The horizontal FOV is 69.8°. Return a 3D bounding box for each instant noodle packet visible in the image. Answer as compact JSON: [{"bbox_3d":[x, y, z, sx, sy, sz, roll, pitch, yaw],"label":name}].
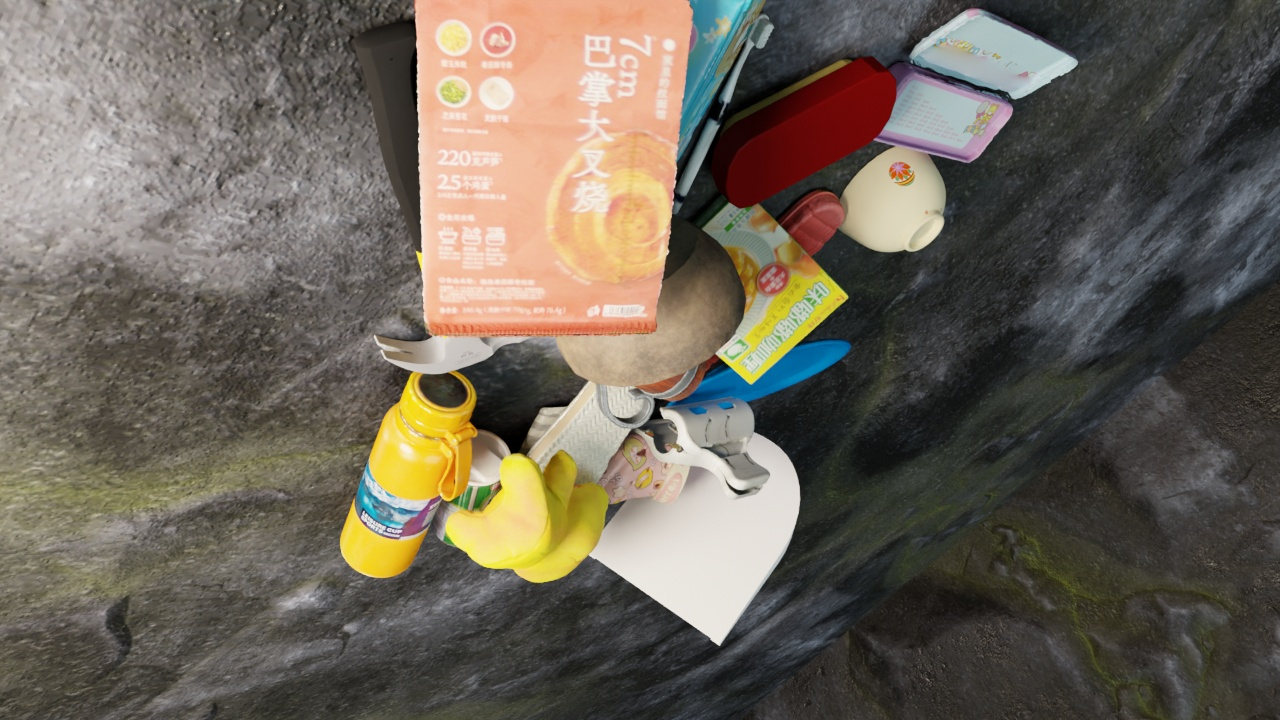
[{"bbox_3d":[-0.060,-0.124,0.589,0.164,0.083,0.221,0,131,-10],"label":"instant noodle packet"}]

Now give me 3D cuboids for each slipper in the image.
[{"bbox_3d":[0.025,0.126,1.085,0.196,0.081,0.093,-19,149,-45],"label":"slipper"},{"bbox_3d":[0.126,-0.066,0.951,0.249,0.059,0.103,-49,148,22],"label":"slipper"},{"bbox_3d":[-0.062,0.075,0.975,0.273,0.054,0.114,-53,145,14],"label":"slipper"}]

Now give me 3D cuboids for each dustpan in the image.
[{"bbox_3d":[0.088,0.203,1.150,0.257,0.191,0.053,-49,158,-26],"label":"dustpan"}]

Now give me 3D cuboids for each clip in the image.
[{"bbox_3d":[0.083,0.083,1.023,0.126,0.152,0.105,-7,115,-43],"label":"clip"}]

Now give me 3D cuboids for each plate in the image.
[{"bbox_3d":[0.132,0.014,1.060,0.224,0.024,0.224,-18,166,-5],"label":"plate"}]

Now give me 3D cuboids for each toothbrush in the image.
[{"bbox_3d":[0.061,-0.192,0.744,0.012,0.017,0.187,0,137,-29],"label":"toothbrush"}]

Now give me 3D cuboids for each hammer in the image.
[{"bbox_3d":[-0.153,-0.095,0.664,0.127,0.029,0.324,-25,148,-17],"label":"hammer"}]

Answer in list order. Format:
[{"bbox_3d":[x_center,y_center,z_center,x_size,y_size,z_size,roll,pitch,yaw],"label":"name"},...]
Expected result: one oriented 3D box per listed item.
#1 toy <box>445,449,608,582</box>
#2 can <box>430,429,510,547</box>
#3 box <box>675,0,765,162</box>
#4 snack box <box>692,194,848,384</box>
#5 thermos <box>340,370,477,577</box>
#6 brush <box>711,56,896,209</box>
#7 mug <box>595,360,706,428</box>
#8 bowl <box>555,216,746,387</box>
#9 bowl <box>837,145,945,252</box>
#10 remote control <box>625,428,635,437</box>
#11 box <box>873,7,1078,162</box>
[{"bbox_3d":[-0.094,0.163,0.910,0.134,0.087,0.194,-46,154,-2],"label":"toy"},{"bbox_3d":[-0.173,0.130,0.927,0.067,0.067,0.121,-14,145,-31],"label":"can"},{"bbox_3d":[0.010,-0.177,0.659,0.168,0.086,0.228,-6,140,-40],"label":"box"},{"bbox_3d":[0.099,-0.069,0.877,0.132,0.027,0.168,-43,121,14],"label":"snack box"},{"bbox_3d":[-0.206,0.108,0.842,0.091,0.076,0.233,26,126,-6],"label":"thermos"},{"bbox_3d":[0.135,-0.199,0.784,0.173,0.042,0.082,-29,150,-9],"label":"brush"},{"bbox_3d":[-0.005,0.005,0.872,0.111,0.081,0.117,30,96,-46],"label":"mug"},{"bbox_3d":[0.001,-0.058,0.752,0.162,0.162,0.070,-29,127,-10],"label":"bowl"},{"bbox_3d":[0.272,-0.155,0.951,0.117,0.074,0.118,-25,149,-16],"label":"bowl"},{"bbox_3d":[-0.041,0.114,1.090,0.043,0.013,0.137,-4,138,-42],"label":"remote control"},{"bbox_3d":[0.313,-0.259,0.875,0.213,0.040,0.152,-2,150,-43],"label":"box"}]
